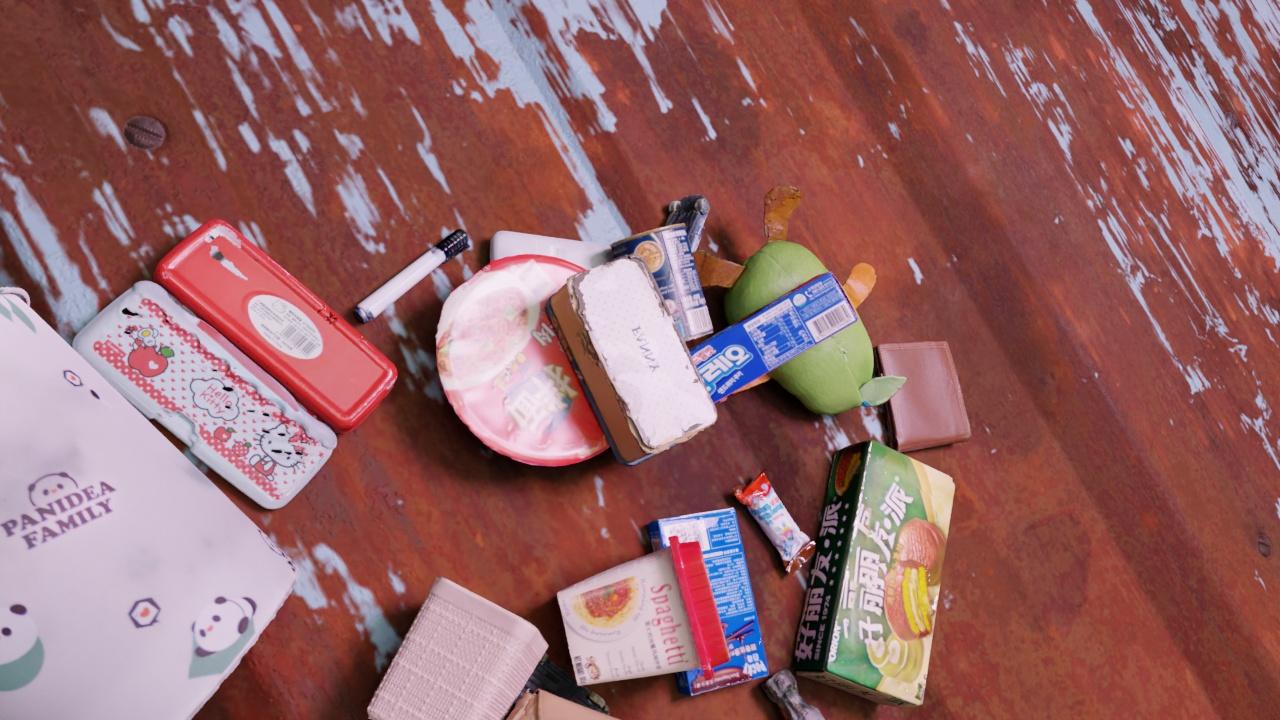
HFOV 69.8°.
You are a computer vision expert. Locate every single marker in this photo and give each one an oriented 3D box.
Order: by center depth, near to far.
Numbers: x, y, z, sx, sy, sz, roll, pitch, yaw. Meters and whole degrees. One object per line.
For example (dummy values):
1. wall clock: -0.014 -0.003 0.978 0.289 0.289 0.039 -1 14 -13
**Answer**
1. marker: -0.202 -0.075 0.820 0.130 0.018 0.022 -46 106 -30

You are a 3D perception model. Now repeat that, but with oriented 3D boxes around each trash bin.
1. trash bin: -0.373 0.123 0.568 0.252 0.230 0.229 45 60 -14

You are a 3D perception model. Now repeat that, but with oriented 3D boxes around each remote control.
1. remote control: -0.079 -0.090 0.882 0.135 0.020 0.055 4 74 -27

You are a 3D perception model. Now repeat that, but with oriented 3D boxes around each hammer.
1. hammer: 0.041 0.398 0.772 0.322 0.032 0.126 -25 68 -27

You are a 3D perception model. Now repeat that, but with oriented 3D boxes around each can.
1. can: 0.021 -0.068 0.883 0.075 0.075 0.111 -17 93 -29

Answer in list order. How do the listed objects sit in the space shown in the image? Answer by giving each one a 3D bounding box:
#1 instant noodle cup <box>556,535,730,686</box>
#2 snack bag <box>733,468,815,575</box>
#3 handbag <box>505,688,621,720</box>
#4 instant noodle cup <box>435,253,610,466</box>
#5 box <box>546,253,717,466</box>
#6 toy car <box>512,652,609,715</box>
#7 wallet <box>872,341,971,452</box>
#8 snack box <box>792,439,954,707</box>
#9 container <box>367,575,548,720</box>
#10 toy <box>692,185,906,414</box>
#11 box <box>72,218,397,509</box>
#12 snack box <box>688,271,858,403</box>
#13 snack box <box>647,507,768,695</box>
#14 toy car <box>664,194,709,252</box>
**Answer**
1. instant noodle cup: 0.002 0.214 0.768 0.124 0.117 0.116 -14 79 1
2. snack bag: 0.133 0.158 0.906 0.045 0.026 0.105 -37 94 -33
3. handbag: -0.031 0.345 0.691 0.204 0.100 0.147 22 44 -8
4. instant noodle cup: -0.094 0.004 0.821 0.193 0.066 0.193 8 72 -24
5. box: -0.005 0.005 0.795 0.089 0.060 0.184 -21 86 -29
6. toy car: -0.074 0.281 0.763 0.105 0.031 0.048 41 65 -7
7. wallet: 0.312 0.039 1.030 0.101 0.032 0.124 -4 75 -24
8. snack box: 0.236 0.210 0.918 0.114 0.063 0.239 25 66 -16
9. container: -0.140 0.241 0.700 0.090 0.090 0.110 23 65 14
10. toy: 0.159 -0.043 0.945 0.226 0.090 0.247 -37 98 -14
11. box: -0.315 0.001 0.730 0.201 0.038 0.157 42 61 -10
12. snack box: 0.100 -0.010 0.869 0.207 0.058 0.057 -30 93 1
13. snack box: 0.062 0.221 0.851 0.084 0.026 0.157 -5 76 -26
14. toy car: 0.044 -0.131 0.945 0.034 0.043 0.090 42 60 -40
